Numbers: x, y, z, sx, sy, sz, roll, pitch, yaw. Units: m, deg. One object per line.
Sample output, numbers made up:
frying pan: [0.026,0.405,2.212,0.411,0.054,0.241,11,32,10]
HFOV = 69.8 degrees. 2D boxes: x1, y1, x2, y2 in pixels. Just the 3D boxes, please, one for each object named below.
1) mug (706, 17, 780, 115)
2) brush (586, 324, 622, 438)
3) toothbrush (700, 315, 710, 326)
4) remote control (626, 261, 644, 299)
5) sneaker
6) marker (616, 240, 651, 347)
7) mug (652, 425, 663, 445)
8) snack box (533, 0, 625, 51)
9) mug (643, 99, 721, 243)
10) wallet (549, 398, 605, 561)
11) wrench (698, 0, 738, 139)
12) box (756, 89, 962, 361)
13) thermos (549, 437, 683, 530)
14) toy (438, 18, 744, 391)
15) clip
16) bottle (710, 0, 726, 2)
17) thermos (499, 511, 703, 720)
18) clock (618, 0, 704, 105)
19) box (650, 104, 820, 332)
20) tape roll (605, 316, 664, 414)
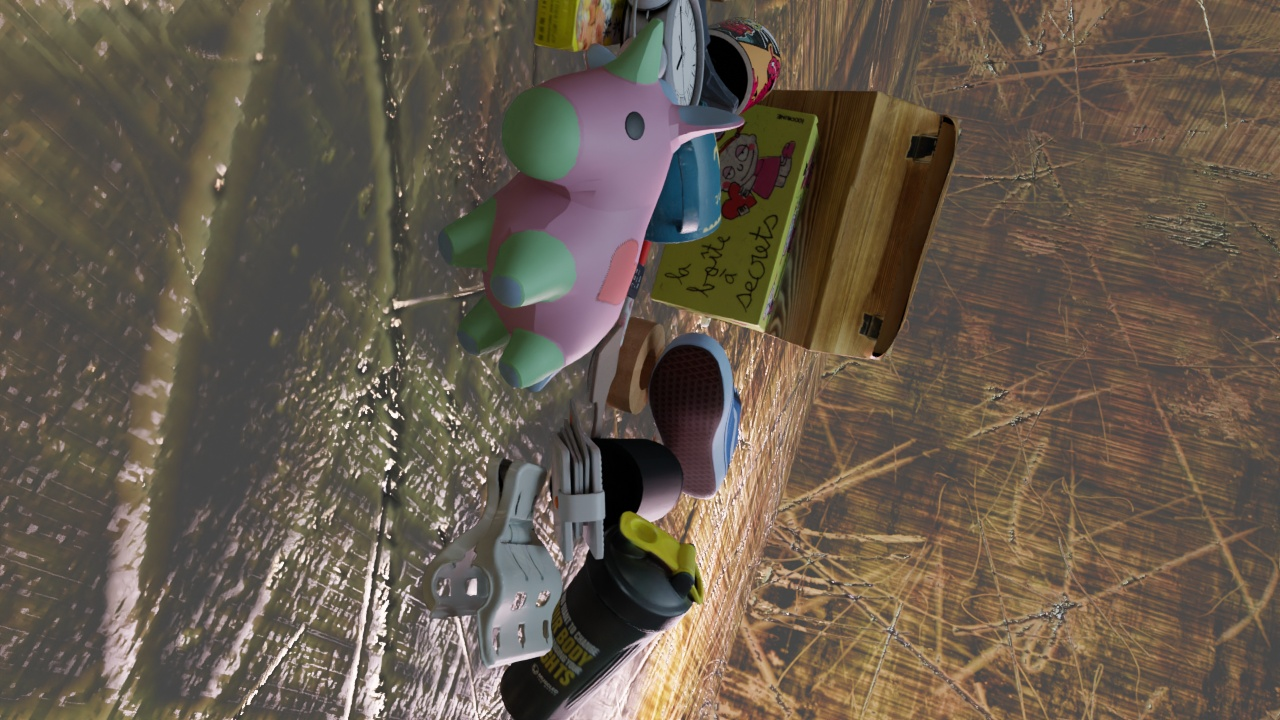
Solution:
mug: [0.066,-0.250,0.837,0.118,0.082,0.098,-52,178,34]
brush: [-0.040,0.029,0.853,0.049,0.015,0.136,-53,159,-48]
toothbrush: [0.101,-0.118,1.168,0.022,0.015,0.155,9,99,-43]
remote control: [-0.025,-0.084,0.786,0.136,0.015,0.032,30,76,-71]
sneaker: [0.065,0.039,0.969,0.242,0.083,0.098,84,26,-48]
marker: [-0.004,-0.078,0.864,0.012,0.013,0.142,14,92,-74]
mug: [0.059,0.084,1.100,0.082,0.082,0.105,-25,129,-69]
snack box: [-0.025,-0.235,0.618,0.147,0.029,0.040,-45,147,-59]
mug: [0.028,-0.154,0.748,0.112,0.084,0.104,-111,-165,-56]
wallet: [-0.053,0.091,0.735,0.118,0.037,0.115,-163,-108,-79]
wrench: [0.037,-0.291,0.718,0.022,0.073,0.274,-60,152,-42]
box: [0.234,-0.157,1.065,0.191,0.251,0.279,9,101,-29]
thermos: [-0.012,0.119,0.891,0.198,0.086,0.086,17,89,-74]
toy: [-0.036,-0.082,0.563,0.170,0.120,0.223,-39,150,-30]
clip: [-0.112,0.146,0.675,0.126,0.101,0.152,45,33,-73]
bottle: [0.070,-0.367,0.784,0.043,0.043,0.111,-25,129,-69]
thermos: [-0.036,0.228,0.784,0.221,0.098,0.098,-54,173,25]
clock: [0.014,-0.212,0.621,0.122,0.035,0.094,19,76,-73]
box: [0.101,-0.148,0.954,0.079,0.124,0.221,25,83,-73]
tape roll: [-0.005,0.005,0.911,0.094,0.027,0.094,17,89,-74]
